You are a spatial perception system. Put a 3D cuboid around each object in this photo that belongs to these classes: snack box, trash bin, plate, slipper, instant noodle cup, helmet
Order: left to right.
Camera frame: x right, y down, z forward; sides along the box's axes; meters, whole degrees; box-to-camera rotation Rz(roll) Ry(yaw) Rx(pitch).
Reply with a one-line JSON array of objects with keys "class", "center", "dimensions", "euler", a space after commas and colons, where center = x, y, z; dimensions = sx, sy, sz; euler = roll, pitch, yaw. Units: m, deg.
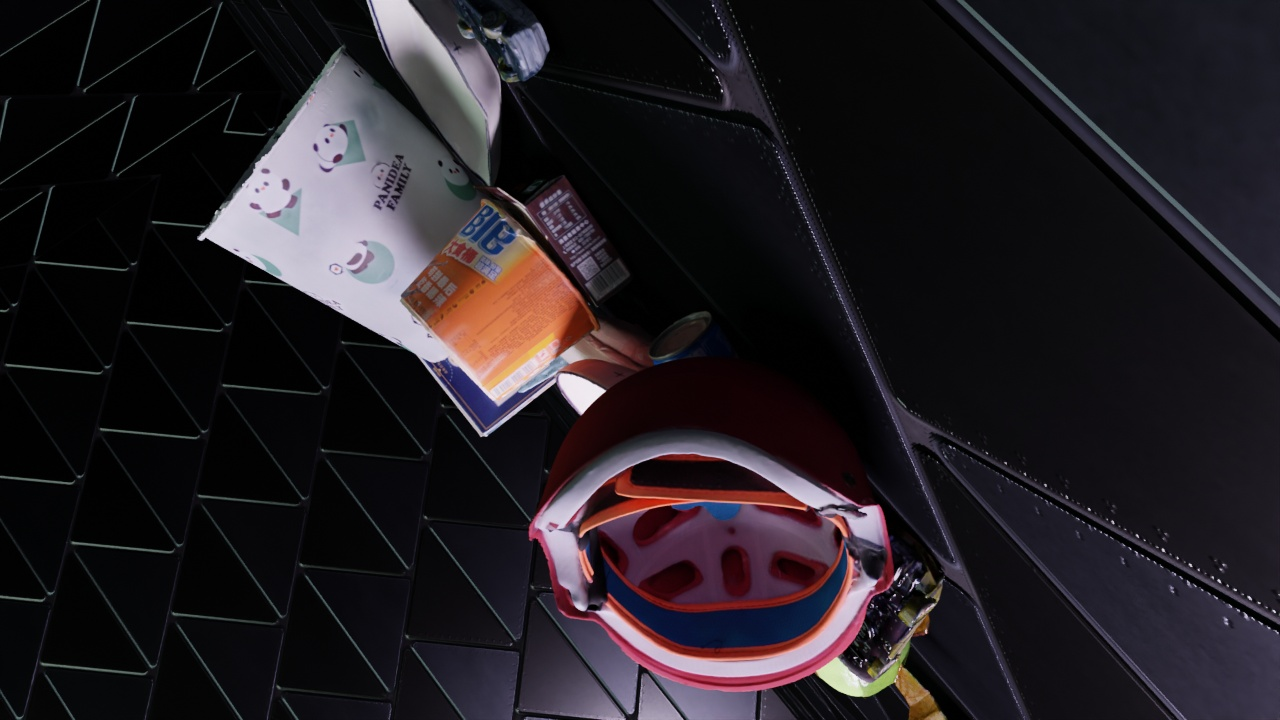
[{"class": "trash bin", "center": [-0.261, -0.140, 0.920], "dimensions": [0.252, 0.229, 0.230], "euler": [38, 177, -26]}, {"class": "plate", "center": [-0.162, -0.238, 0.761], "dimensions": [0.162, 0.034, 0.266], "euler": [52, 170, 1]}, {"class": "instant noodle cup", "center": [-0.124, -0.045, 0.782], "dimensions": [0.151, 0.111, 0.151], "euler": [46, 173, 7]}, {"class": "snack box", "center": [-0.169, -0.036, 1.078], "dimensions": [0.178, 0.182, 0.046], "euler": [52, 171, 0]}, {"class": "snack box", "center": [-0.075, -0.109, 0.773], "dimensions": [0.125, 0.053, 0.113], "euler": [56, 170, -21]}, {"class": "slipper", "center": [-0.005, 0.005, 0.858], "dimensions": [0.274, 0.054, 0.114], "euler": [31, 163, 38]}, {"class": "plate", "center": [0.015, 0.057, 0.771], "dimensions": [0.192, 0.039, 0.193], "euler": [35, 164, 11]}, {"class": "helmet", "center": [0.048, 0.094, 0.591], "dimensions": [0.143, 0.207, 0.240], "euler": [-86, -18, -47]}]

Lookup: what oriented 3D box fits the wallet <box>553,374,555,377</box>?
[{"class": "wallet", "center": [-0.030, 0.031, 0.995], "dimensions": [0.115, 0.090, 0.033], "euler": [47, 146, 29]}]

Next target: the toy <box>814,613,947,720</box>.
[{"class": "toy", "center": [0.158, 0.213, 0.784], "dimensions": [0.247, 0.089, 0.227], "euler": [25, 143, 60]}]

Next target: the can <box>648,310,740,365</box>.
[{"class": "can", "center": [0.063, 0.033, 0.664], "dimensions": [0.134, 0.053, 0.053], "euler": [55, 170, -20]}]

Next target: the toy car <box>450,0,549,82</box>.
[{"class": "toy car", "center": [-0.089, -0.205, 0.552], "dimensions": [0.090, 0.034, 0.043], "euler": [48, 172, 30]}]

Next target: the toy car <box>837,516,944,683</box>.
[{"class": "toy car", "center": [0.164, 0.172, 0.649], "dimensions": [0.070, 0.042, 0.158], "euler": [46, 147, 29]}]

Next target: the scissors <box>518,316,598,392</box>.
[{"class": "scissors", "center": [-0.076, -0.005, 0.980], "dimensions": [0.133, 0.118, 0.017], "euler": [16, 174, 31]}]
